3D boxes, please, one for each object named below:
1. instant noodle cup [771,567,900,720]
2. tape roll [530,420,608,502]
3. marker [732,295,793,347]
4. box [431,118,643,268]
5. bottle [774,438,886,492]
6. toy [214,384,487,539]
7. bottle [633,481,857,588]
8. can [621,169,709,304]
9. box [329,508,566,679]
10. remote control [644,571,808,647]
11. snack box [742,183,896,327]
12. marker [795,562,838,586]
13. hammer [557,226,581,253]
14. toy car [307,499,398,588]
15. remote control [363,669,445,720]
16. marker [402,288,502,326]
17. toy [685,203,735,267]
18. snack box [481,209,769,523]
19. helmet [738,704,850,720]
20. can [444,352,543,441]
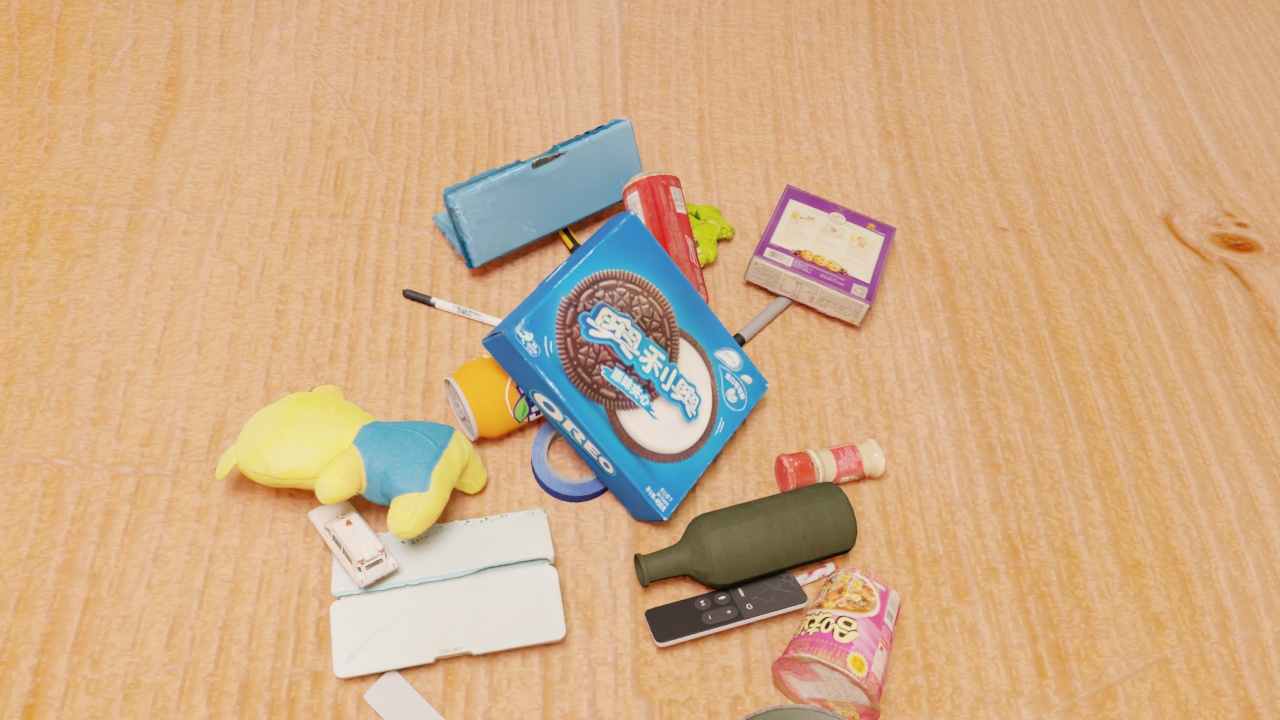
[{"bbox_3d":[0.181,0.248,0.813,0.098,0.098,0.108,29,51,10],"label":"instant noodle cup"},{"bbox_3d":[-0.063,0.094,0.910,0.093,0.016,0.091,-19,63,-19],"label":"tape roll"},{"bbox_3d":[0.123,-0.035,1.017,0.016,0.016,0.140,42,62,17],"label":"marker"},{"bbox_3d":[-0.118,-0.196,1.031,0.231,0.094,0.102,-30,34,-22],"label":"box"},{"bbox_3d":[0.191,0.106,0.925,0.109,0.044,0.044,-8,60,-14],"label":"bottle"},{"bbox_3d":[-0.258,0.082,0.830,0.214,0.084,0.148,17,19,10],"label":"toy"},{"bbox_3d":[0.096,0.169,0.855,0.206,0.072,0.071,-12,61,-15],"label":"bottle"},{"bbox_3d":[0.028,-0.122,1.006,0.067,0.067,0.170,-9,76,-14],"label":"can"},{"bbox_3d":[-0.171,0.200,0.810,0.197,0.049,0.136,-6,52,-10],"label":"box"},{"bbox_3d":[0.078,0.226,0.836,0.146,0.008,0.045,-13,28,-11],"label":"remote control"},{"bbox_3d":[0.210,-0.125,1.061,0.143,0.041,0.147,24,50,6],"label":"snack box"},{"bbox_3d":[0.126,0.218,0.864,0.142,0.013,0.012,-18,63,-18],"label":"marker"},{"bbox_3d":[-0.064,-0.107,1.026,0.123,0.036,0.320,-23,62,-20],"label":"hammer"},{"bbox_3d":[-0.257,0.154,0.811,0.039,0.039,0.113,-26,41,-30],"label":"toy car"},{"bbox_3d":[-0.174,0.312,0.761,0.131,0.012,0.033,38,59,15],"label":"remote control"},{"bbox_3d":[-0.185,-0.051,0.985,0.152,0.011,0.011,18,58,2],"label":"marker"},{"bbox_3d":[0.068,-0.148,1.069,0.093,0.036,0.094,-18,56,-22],"label":"toy"},{"bbox_3d":[-0.005,0.005,0.886,0.239,0.056,0.195,50,59,-14],"label":"snack box"},{"bbox_3d":[0.085,0.388,0.669,0.227,0.154,0.267,35,61,14],"label":"helmet"},{"bbox_3d":[-0.115,0.020,0.910,0.142,0.079,0.079,-25,65,-22],"label":"can"}]
